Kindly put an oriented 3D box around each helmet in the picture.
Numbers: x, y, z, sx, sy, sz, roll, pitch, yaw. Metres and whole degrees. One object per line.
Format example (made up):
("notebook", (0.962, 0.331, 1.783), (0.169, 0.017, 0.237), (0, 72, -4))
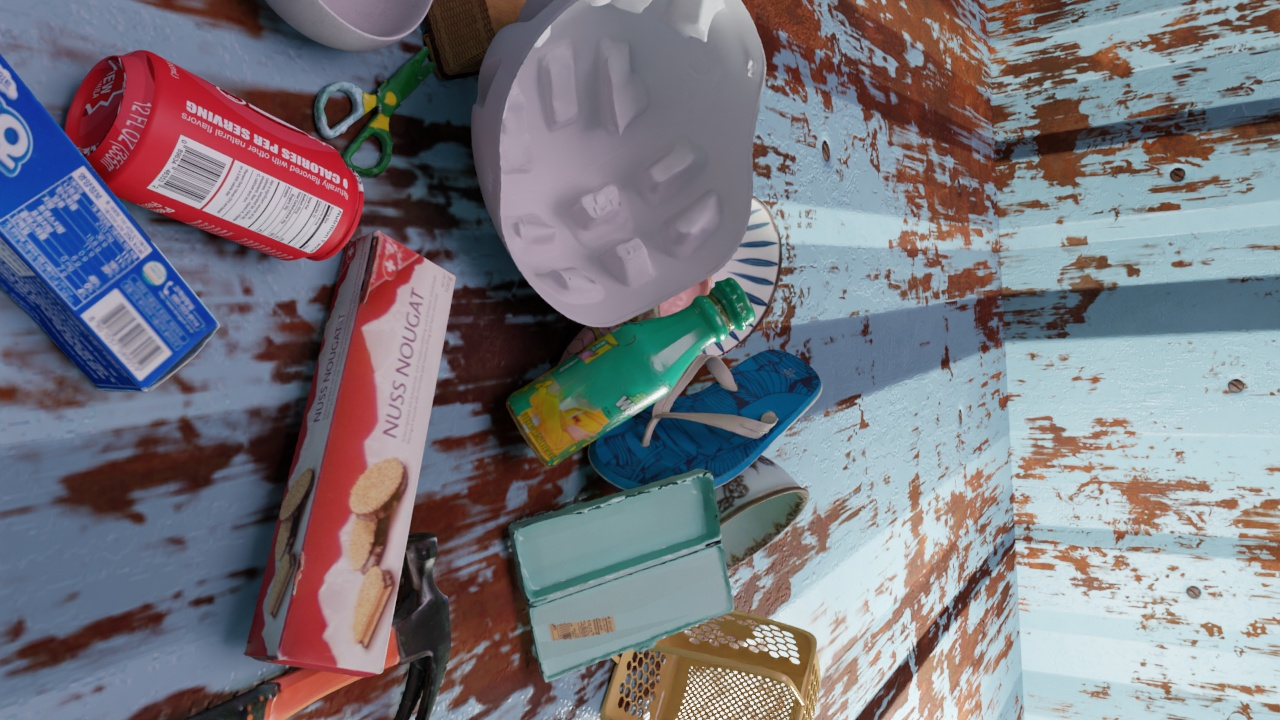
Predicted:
("helmet", (-0.021, -0.167, 0.685), (0.224, 0.184, 0.283), (-36, 161, -13))

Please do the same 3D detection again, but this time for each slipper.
("slipper", (0.080, 0.047, 0.889), (0.294, 0.118, 0.060), (-27, 149, -38))
("slipper", (0.011, -0.016, 0.821), (0.197, 0.081, 0.093), (-51, 132, -14))

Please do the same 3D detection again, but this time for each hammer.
("hammer", (-0.235, 0.209, 0.526), (0.332, 0.033, 0.133), (-13, 100, -55))

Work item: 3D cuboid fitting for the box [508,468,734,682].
("box", (-0.011, 0.179, 0.782), (0.186, 0.033, 0.136), (-12, 101, -22))

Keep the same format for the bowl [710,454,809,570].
("bowl", (0.079, 0.144, 0.932), (0.159, 0.160, 0.094), (17, 34, -55))

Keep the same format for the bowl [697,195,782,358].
("bowl", (0.058, -0.091, 0.930), (0.176, 0.071, 0.177), (-19, 121, -34))

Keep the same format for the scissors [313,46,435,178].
("scissors", (-0.183, -0.188, 0.643), (0.070, 0.014, 0.130), (55, 47, -40))

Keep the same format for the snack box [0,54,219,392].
("snack box", (-0.295, -0.084, 0.423), (0.059, 0.060, 0.226), (-57, 133, -36))

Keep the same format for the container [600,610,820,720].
("container", (0.066, 0.293, 0.843), (0.167, 0.184, 0.129), (59, 43, -47))

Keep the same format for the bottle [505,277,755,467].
("bottle", (-0.004, 0.004, 0.743), (0.209, 0.068, 0.068), (-32, 125, -3))

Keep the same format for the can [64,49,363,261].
("can", (-0.230, -0.107, 0.507), (0.142, 0.075, 0.074), (24, 69, -54))

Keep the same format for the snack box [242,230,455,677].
("snack box", (-0.175, 0.053, 0.580), (0.076, 0.044, 0.272), (32, 56, -45))

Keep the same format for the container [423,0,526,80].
("container", (-0.127, -0.275, 0.687), (0.063, 0.061, 0.114), (-36, 118, -52))

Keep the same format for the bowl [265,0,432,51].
("bowl", (-0.197, -0.262, 0.575), (0.131, 0.064, 0.131), (5, 84, -57))
